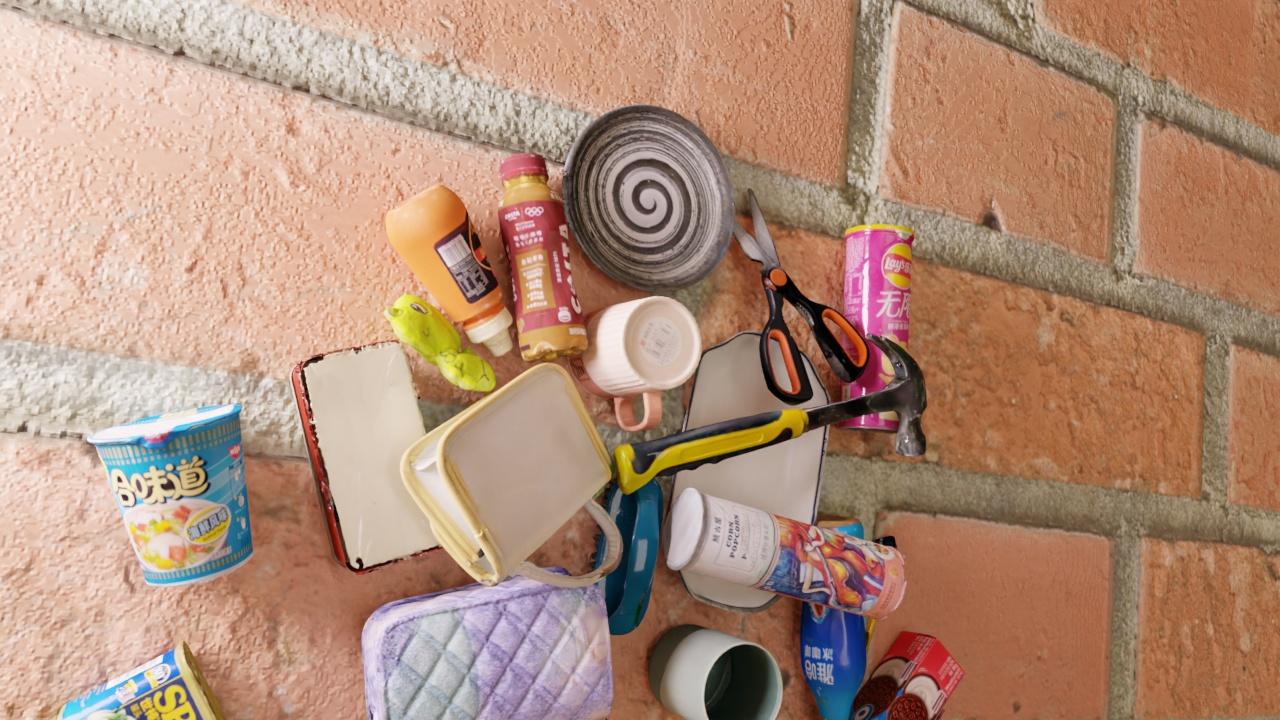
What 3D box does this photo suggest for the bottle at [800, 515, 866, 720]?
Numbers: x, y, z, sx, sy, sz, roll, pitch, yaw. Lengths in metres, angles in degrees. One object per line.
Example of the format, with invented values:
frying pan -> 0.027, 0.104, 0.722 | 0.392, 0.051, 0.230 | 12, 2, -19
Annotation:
bottle -> 0.190, 0.265, 0.903 | 0.065, 0.065, 0.218 | 2, 85, -28

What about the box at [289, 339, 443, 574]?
box -> -0.204, 0.072, 0.706 | 0.091, 0.077, 0.168 | -14, 93, -28

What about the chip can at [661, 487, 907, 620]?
chip can -> 0.130, 0.174, 0.815 | 0.214, 0.071, 0.071 | 19, 77, -19

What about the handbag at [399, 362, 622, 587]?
handbag -> -0.087, 0.110, 0.724 | 0.162, 0.063, 0.179 | -39, 103, -49

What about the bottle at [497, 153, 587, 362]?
bottle -> -0.087, -0.088, 0.785 | 0.057, 0.058, 0.175 | -7, 81, -28

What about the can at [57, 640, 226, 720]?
can -> -0.335, 0.261, 0.634 | 0.083, 0.057, 0.102 | -26, 98, -25

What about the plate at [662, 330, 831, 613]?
plate -> 0.099, 0.104, 0.878 | 0.162, 0.034, 0.265 | 18, 74, -23

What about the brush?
brush -> -0.010, 0.168, 0.803 | 0.055, 0.074, 0.143 | 14, 79, -19

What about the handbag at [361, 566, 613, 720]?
handbag -> -0.120, 0.247, 0.738 | 0.193, 0.076, 0.134 | -5, 91, -27

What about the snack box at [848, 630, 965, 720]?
snack box -> 0.244, 0.373, 0.929 | 0.207, 0.057, 0.058 | -45, 103, -23

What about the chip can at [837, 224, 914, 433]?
chip can -> 0.244, -0.030, 0.954 | 0.071, 0.071, 0.210 | 7, 83, -27

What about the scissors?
scissors -> 0.148, -0.063, 0.905 | 0.197, 0.022, 0.226 | 12, 67, -19

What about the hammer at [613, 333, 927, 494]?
hammer -> 0.127, 0.057, 0.833 | 0.322, 0.032, 0.126 | -12, 103, -22

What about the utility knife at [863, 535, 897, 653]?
utility knife -> 0.240, 0.261, 0.958 | 0.033, 0.015, 0.167 | 25, 75, -21

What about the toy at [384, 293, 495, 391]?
toy -> -0.162, -0.013, 0.743 | 0.031, 0.096, 0.100 | -43, 74, 10

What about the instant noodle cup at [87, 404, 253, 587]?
instant noodle cup -> -0.319, 0.095, 0.640 | 0.099, 0.099, 0.110 | -12, 100, -28

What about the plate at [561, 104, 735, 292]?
plate -> 0.007, -0.150, 0.862 | 0.179, 0.024, 0.179 | 3, 84, -26

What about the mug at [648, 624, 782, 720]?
mug -> 0.068, 0.294, 0.814 | 0.082, 0.106, 0.112 | -29, 99, -28

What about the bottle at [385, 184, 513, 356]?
bottle -> -0.149, -0.068, 0.758 | 0.066, 0.067, 0.149 | -38, 111, -25

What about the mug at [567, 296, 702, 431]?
mug -> -0.005, 0.005, 0.799 | 0.081, 0.106, 0.114 | -4, 87, -28
